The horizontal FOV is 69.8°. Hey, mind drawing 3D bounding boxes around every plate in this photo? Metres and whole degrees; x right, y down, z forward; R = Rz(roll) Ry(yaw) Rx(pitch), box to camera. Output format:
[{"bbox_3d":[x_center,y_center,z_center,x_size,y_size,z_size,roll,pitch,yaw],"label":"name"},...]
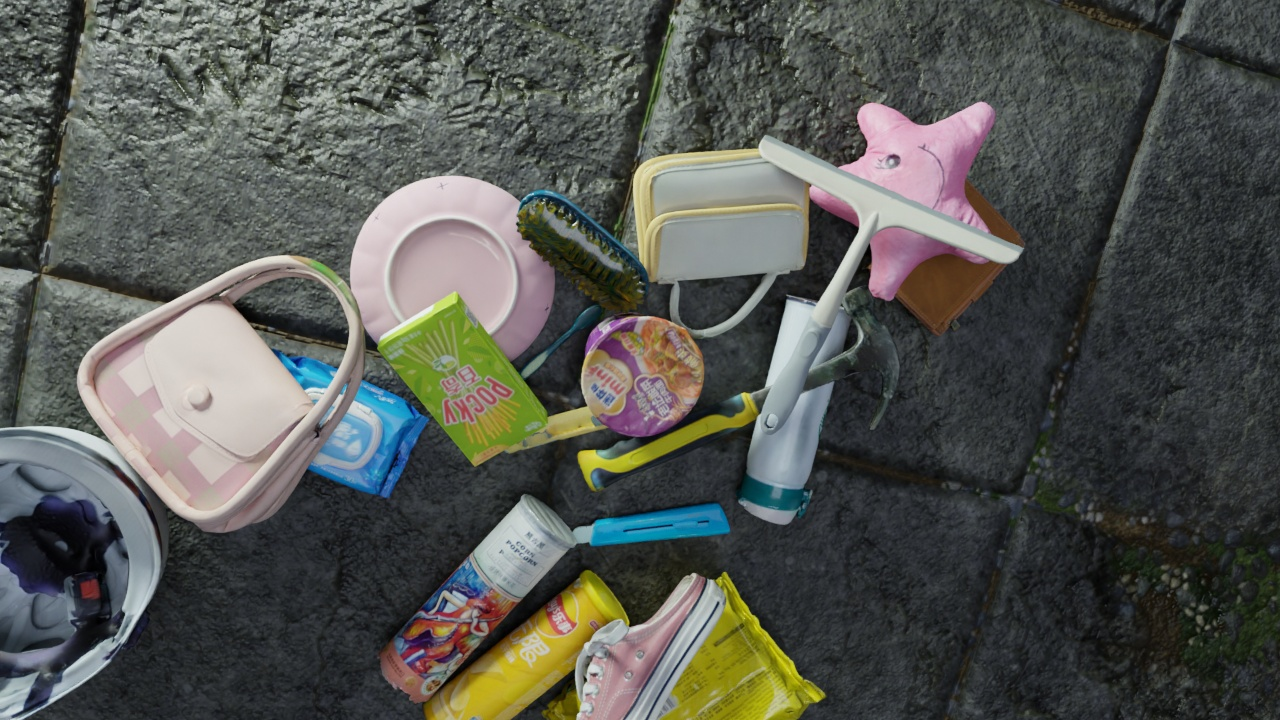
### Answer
[{"bbox_3d":[-0.175,-0.075,0.858,0.192,0.039,0.192,-1,100,-8],"label":"plate"}]

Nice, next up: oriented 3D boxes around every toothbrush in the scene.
[{"bbox_3d":[-0.111,0.009,0.895,0.191,0.018,0.016,-41,103,3],"label":"toothbrush"}]

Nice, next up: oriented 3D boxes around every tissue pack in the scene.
[{"bbox_3d":[-0.288,0.060,0.859,0.157,0.052,0.095,26,95,-11],"label":"tissue pack"}]

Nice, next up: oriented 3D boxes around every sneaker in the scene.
[{"bbox_3d":[-0.019,0.291,0.848,0.088,0.118,0.240,36,80,-1],"label":"sneaker"}]

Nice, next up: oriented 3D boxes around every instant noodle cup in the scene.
[{"bbox_3d":[-0.005,0.005,0.862,0.111,0.099,0.111,-2,103,-9],"label":"instant noodle cup"}]

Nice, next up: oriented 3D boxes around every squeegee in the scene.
[{"bbox_3d":[0.163,-0.042,0.812,0.246,0.039,0.247,28,99,13],"label":"squeegee"}]

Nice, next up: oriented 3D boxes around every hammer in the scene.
[{"bbox_3d":[0.090,0.053,0.875,0.324,0.031,0.126,-25,89,14],"label":"hammer"}]

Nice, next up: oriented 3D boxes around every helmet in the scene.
[{"bbox_3d":[-0.523,0.165,0.797,0.229,0.146,0.258,39,90,-13],"label":"helmet"}]

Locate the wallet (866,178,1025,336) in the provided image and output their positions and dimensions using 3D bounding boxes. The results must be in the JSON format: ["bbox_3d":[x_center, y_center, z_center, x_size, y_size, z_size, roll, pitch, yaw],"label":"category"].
[{"bbox_3d":[0.314,-0.100,0.923,0.119,0.035,0.130,43,92,-10],"label":"wallet"}]

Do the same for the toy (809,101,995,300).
[{"bbox_3d":[0.247,-0.153,0.878,0.179,0.074,0.194,2,86,17],"label":"toy"}]

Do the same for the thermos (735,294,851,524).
[{"bbox_3d":[0.154,0.051,0.912,0.073,0.073,0.224,11,98,-10],"label":"thermos"}]

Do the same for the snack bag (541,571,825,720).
[{"bbox_3d":[0.038,0.339,0.915,0.246,0.068,0.158,-37,74,1],"label":"snack bag"}]

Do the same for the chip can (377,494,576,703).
[{"bbox_3d":[-0.161,0.232,0.898,0.071,0.071,0.215,43,93,-12],"label":"chip can"}]

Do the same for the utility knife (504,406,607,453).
[{"bbox_3d":[-0.066,0.064,0.912,0.151,0.018,0.031,-14,96,-1],"label":"utility knife"}]

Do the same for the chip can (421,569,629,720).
[{"bbox_3d":[-0.113,0.303,0.917,0.213,0.072,0.072,-40,103,0],"label":"chip can"}]

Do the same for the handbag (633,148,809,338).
[{"bbox_3d":[0.081,-0.109,0.880,0.163,0.063,0.179,-6,104,-5],"label":"handbag"}]

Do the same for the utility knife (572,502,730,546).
[{"bbox_3d":[0.009,0.170,0.938,0.166,0.018,0.034,-6,101,-5],"label":"utility knife"}]

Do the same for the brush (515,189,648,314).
[{"bbox_3d":[-0.052,-0.105,0.853,0.144,0.073,0.055,38,114,-15],"label":"brush"}]

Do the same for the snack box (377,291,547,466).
[{"bbox_3d":[-0.162,0.020,0.853,0.086,0.026,0.156,-29,119,7],"label":"snack box"}]

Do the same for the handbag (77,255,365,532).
[{"bbox_3d":[-0.341,0.012,0.798,0.234,0.093,0.193,-43,81,-1],"label":"handbag"}]
